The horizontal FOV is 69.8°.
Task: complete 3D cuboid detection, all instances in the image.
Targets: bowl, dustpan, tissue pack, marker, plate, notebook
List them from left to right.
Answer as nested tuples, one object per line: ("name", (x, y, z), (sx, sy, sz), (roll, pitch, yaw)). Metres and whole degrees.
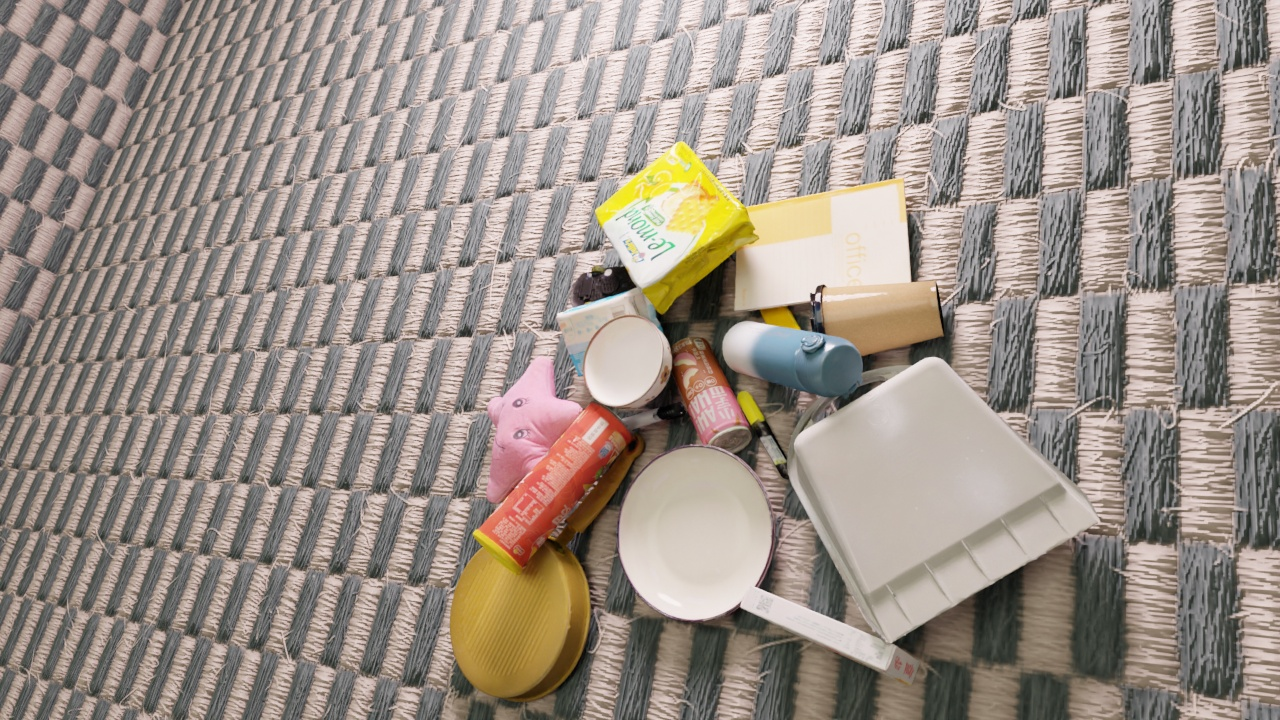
("tissue pack", (-0.036, -0.036, 1.184), (0.140, 0.063, 0.090), (-15, 101, 29))
("bowl", (-0.007, 0.006, 1.103), (0.114, 0.062, 0.113), (-11, 70, 32))
("marker", (0.004, 0.074, 1.127), (0.131, 0.022, 0.018), (-21, 30, 44))
("plate", (0.064, 0.191, 1.017), (0.193, 0.039, 0.192), (-8, 73, 29))
("marker", (0.143, 0.085, 1.050), (0.018, 0.015, 0.124), (-37, 54, 15))
("notebook", (0.211, -0.135, 1.086), (0.207, 0.010, 0.145), (-7, 66, 24))
("dustpan", (0.264, 0.111, 0.910), (0.223, 0.142, 0.257), (-32, 68, 4))

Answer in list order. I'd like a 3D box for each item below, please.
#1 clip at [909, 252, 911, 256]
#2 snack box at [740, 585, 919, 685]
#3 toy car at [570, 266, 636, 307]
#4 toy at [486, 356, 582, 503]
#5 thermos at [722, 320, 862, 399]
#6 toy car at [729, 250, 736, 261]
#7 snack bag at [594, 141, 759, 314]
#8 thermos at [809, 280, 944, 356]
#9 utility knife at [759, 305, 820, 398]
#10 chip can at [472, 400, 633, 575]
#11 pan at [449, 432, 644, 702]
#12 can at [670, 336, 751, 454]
("clip", (0.287, -0.128, 1.062), (0.057, 0.014, 0.046), (34, 89, 40))
("snack box", (0.181, 0.263, 0.884), (0.157, 0.084, 0.026), (15, 74, 38))
("toy car", (-0.023, -0.097, 1.235), (0.158, 0.042, 0.070), (-3, 61, 27))
("toy", (-0.138, 0.082, 1.199), (0.179, 0.074, 0.194), (-23, 56, 33))
("thermos", (0.159, -0.005, 0.984), (0.070, 0.070, 0.220), (-58, 19, -5))
("toy car", (0.161, -0.135, 1.138), (0.121, 0.037, 0.054), (27, 83, 37))
("snack bag", (0.044, -0.169, 1.156), (0.158, 0.068, 0.246), (-38, 38, 8))
("thermos", (0.253, -0.046, 1.000), (0.143, 0.093, 0.093), (-9, 61, 21))
("utility knife", (0.179, -0.023, 1.080), (0.033, 0.015, 0.173), (-38, 52, 19))
("chip can", (-0.101, 0.147, 1.085), (0.073, 0.073, 0.216), (26, 67, 40))
("pan", (-0.102, 0.240, 1.116), (0.198, 0.078, 0.357), (28, 90, 39))
("can", (0.079, 0.041, 1.086), (0.058, 0.058, 0.147), (-34, 52, 15))
